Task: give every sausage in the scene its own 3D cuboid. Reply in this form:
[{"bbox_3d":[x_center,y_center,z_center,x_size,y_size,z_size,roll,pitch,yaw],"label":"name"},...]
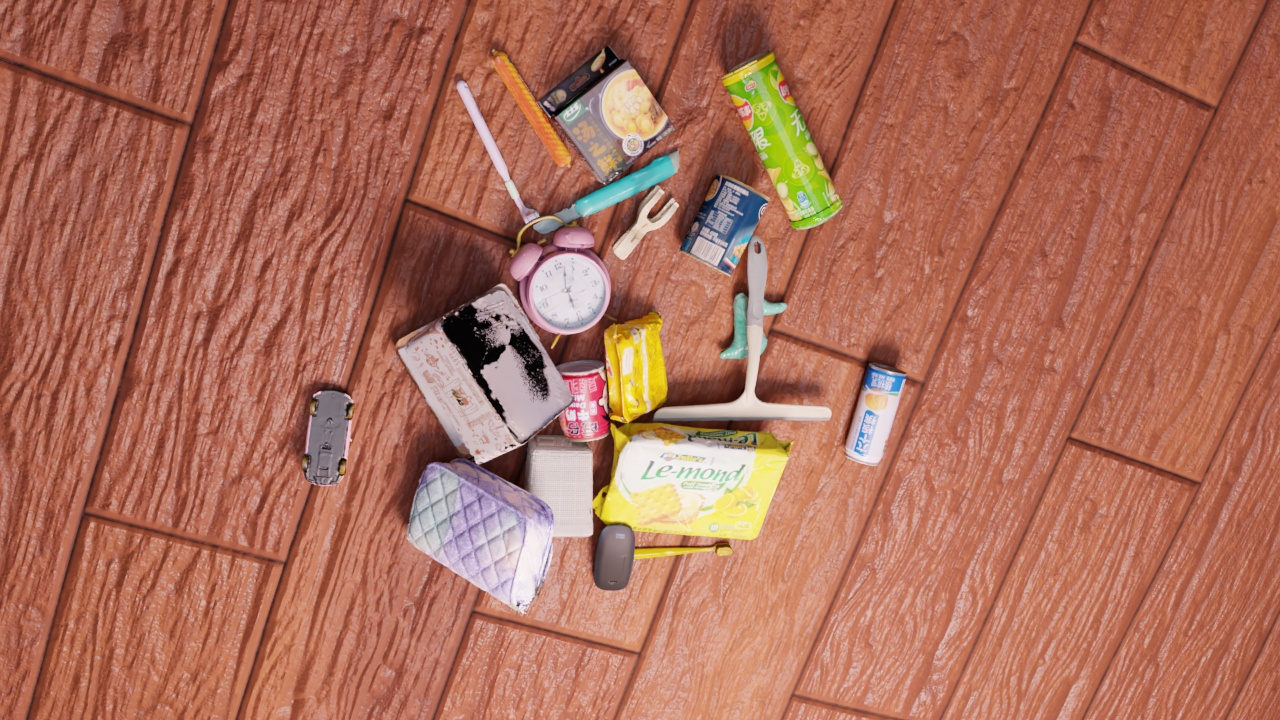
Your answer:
[{"bbox_3d":[-0.132,-0.304,1.114,0.021,0.021,0.165,-34,106,-1],"label":"sausage"}]

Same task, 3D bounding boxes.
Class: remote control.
[{"bbox_3d":[-0.035,0.272,1.235,0.053,0.024,0.137,2,128,-5],"label":"remote control"}]

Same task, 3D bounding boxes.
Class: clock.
[{"bbox_3d":[-0.099,-0.104,1.146,0.117,0.060,0.158,-24,104,-5],"label":"clock"}]

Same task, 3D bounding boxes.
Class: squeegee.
[{"bbox_3d":[0.146,-0.036,1.184,0.246,0.039,0.247,1,100,-11],"label":"squeegee"}]

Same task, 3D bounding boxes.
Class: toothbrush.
[{"bbox_3d":[-0.175,-0.252,1.120,0.021,0.029,0.189,-17,108,33],"label":"toothbrush"},{"bbox_3d":[0.035,0.268,1.278,0.190,0.016,0.016,-1,102,-10],"label":"toothbrush"}]

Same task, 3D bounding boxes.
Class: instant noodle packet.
[{"bbox_3d":[-0.007,0.007,1.174,0.044,0.110,0.128,6,108,33],"label":"instant noodle packet"}]

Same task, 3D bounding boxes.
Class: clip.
[{"bbox_3d":[0.007,-0.171,1.145,0.035,0.083,0.104,41,82,-16],"label":"clip"}]

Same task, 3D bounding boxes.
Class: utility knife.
[{"bbox_3d":[-0.040,-0.210,1.155,0.207,0.013,0.029,-27,108,-6],"label":"utility knife"}]

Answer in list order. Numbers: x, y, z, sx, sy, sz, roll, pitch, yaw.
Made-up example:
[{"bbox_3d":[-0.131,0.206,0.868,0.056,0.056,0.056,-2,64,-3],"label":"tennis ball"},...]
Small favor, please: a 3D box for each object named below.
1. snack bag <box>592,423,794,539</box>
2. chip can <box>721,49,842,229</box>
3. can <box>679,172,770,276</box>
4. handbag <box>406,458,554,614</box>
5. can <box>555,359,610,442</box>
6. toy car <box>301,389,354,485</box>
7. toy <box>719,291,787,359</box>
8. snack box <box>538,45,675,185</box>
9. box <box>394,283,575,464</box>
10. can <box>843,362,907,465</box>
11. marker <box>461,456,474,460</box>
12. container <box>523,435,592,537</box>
[{"bbox_3d":[0.067,0.155,1.212,0.246,0.068,0.158,6,123,-12],"label":"snack bag"},{"bbox_3d":[0.180,-0.271,1.150,0.072,0.072,0.221,-30,106,-2],"label":"chip can"},{"bbox_3d":[0.105,-0.170,1.158,0.075,0.075,0.111,25,98,-14],"label":"can"},{"bbox_3d":[-0.196,0.211,1.142,0.194,0.075,0.134,24,103,31],"label":"handbag"},{"bbox_3d":[-0.074,0.052,1.183,0.066,0.066,0.094,-7,104,-8],"label":"can"},{"bbox_3d":[-0.392,0.097,1.155,0.056,0.037,0.122,8,89,-14],"label":"toy car"},{"bbox_3d":[0.149,-0.049,1.218,0.096,0.030,0.092,-7,106,-12],"label":"toy"},{"bbox_3d":[-0.041,-0.299,1.120,0.113,0.053,0.125,-39,111,1],"label":"snack box"},{"bbox_3d":[-0.209,0.023,1.133,0.179,0.152,0.182,-25,99,37],"label":"box"},{"bbox_3d":[0.322,0.074,1.264,0.053,0.053,0.135,11,101,-12],"label":"can"},{"bbox_3d":[-0.179,0.099,1.202,0.124,0.015,0.018,-28,104,-2],"label":"marker"},{"bbox_3d":[-0.107,0.160,1.192,0.090,0.090,0.114,2,99,-11],"label":"container"}]
